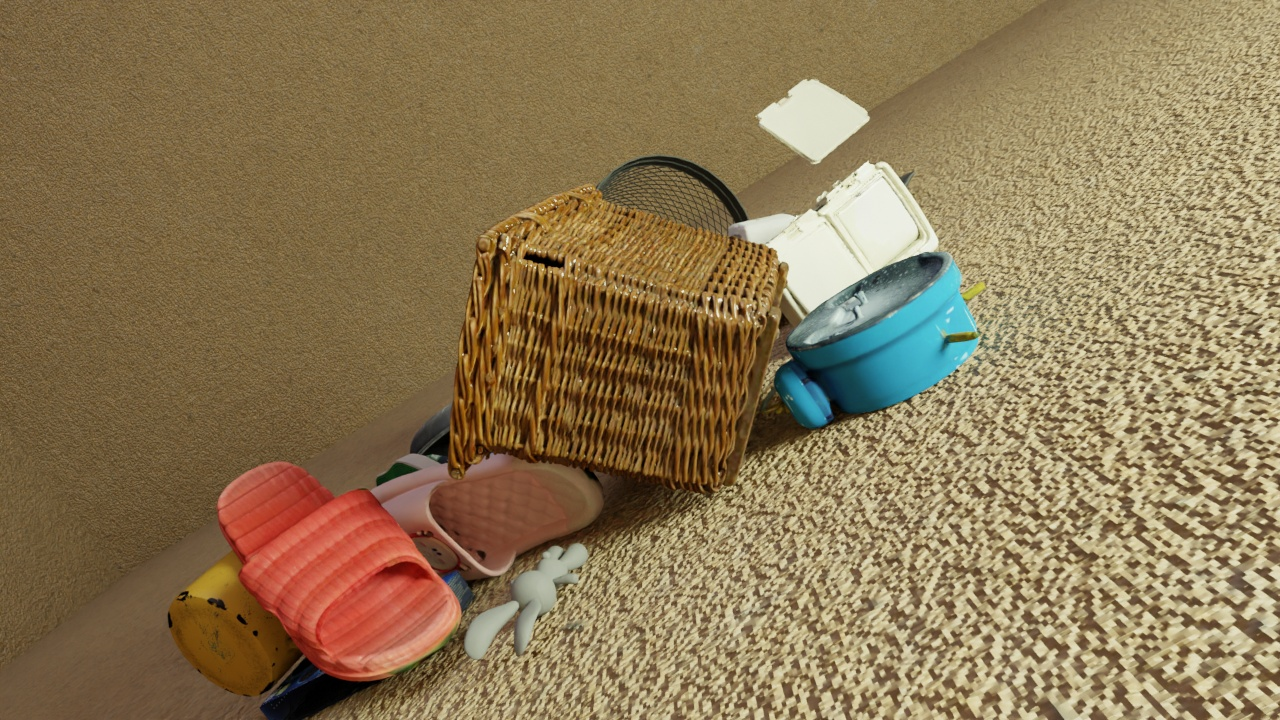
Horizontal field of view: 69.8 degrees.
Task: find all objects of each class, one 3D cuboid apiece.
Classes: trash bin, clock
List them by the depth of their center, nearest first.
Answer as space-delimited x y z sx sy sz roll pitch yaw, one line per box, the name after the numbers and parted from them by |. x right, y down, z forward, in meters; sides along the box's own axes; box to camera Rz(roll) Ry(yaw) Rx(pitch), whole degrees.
0.144 -0.010 0.600 0.162 0.060 0.116 -28 11 34 | clock
-0.009 -0.105 1.118 0.217 0.218 0.228 -37 7 -26 | trash bin

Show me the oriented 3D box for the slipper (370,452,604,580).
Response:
-0.126 0.124 0.688 0.222 0.107 0.055 -22 31 23 | slipper

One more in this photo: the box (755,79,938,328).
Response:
0.152 -0.123 0.747 0.143 0.186 0.070 -41 12 -8 | box

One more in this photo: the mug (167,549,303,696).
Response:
-0.278 0.190 0.696 0.124 0.101 0.093 7 29 21 | mug

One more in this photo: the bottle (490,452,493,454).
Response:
-0.104 0.086 0.953 0.130 0.040 0.040 -31 10 6 | bottle

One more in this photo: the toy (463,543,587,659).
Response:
-0.066 0.146 0.573 0.049 0.030 0.111 -12 12 23 | toy

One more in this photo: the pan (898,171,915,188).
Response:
0.248 -0.156 1.086 0.217 0.024 0.354 -31 9 8 | pan

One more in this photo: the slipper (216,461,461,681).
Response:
-0.225 0.130 0.638 0.249 0.059 0.103 26 50 35 | slipper

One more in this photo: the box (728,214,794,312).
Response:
0.093 -0.078 0.935 0.136 0.121 0.109 -10 10 0 | box

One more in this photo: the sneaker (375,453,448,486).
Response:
-0.219 0.132 0.986 0.078 0.084 0.236 -23 3 -28 | sneaker

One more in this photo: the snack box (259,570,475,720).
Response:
-0.198 0.210 0.670 0.150 0.027 0.082 -29 10 18 | snack box

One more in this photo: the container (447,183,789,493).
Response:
-0.001 -0.016 0.647 0.183 0.162 0.249 14 20 8 | container

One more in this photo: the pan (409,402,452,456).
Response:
-0.163 0.044 1.071 0.186 0.055 0.358 -22 -17 -41 | pan
